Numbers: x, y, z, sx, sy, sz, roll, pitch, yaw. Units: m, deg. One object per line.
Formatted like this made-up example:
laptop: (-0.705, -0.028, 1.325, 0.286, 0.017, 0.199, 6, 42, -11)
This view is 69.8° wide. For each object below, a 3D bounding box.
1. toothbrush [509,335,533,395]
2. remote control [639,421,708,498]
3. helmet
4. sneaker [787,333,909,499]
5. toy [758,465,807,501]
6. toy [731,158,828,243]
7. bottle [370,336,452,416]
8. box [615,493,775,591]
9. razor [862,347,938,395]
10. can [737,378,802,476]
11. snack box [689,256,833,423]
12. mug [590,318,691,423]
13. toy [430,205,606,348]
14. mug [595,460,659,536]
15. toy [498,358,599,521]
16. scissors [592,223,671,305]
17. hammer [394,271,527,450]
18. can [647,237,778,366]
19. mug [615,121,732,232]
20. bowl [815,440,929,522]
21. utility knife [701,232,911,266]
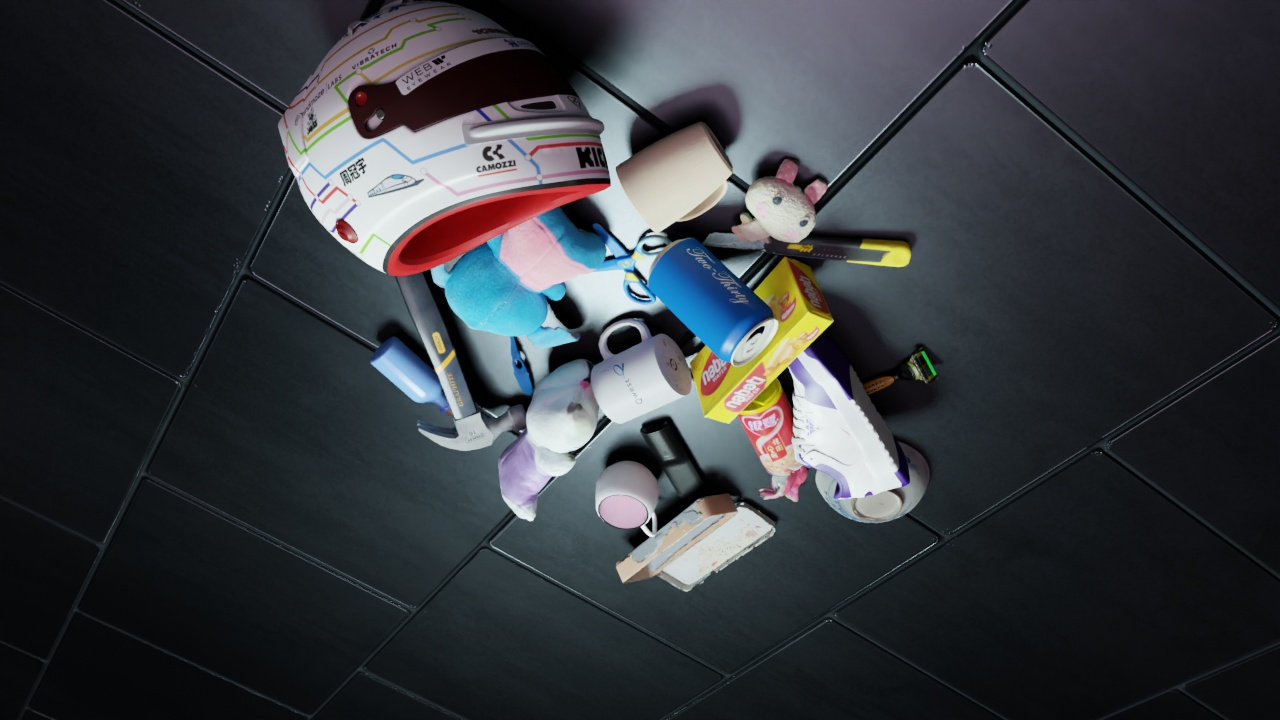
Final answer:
toothbrush: (-0.161, -0.004, 1.200, 0.021, 0.016, 0.132, -1, 127, 14)
remote control: (0.048, 0.142, 1.277, 0.045, 0.021, 0.140, -16, 125, 23)
helmet: (-0.195, -0.226, 0.891, 0.315, 0.230, 0.236, -19, 91, 27)
sneaker: (0.223, 0.071, 1.123, 0.111, 0.091, 0.244, -30, 102, 24)
toy: (0.206, 0.147, 1.243, 0.065, 0.050, 0.103, 2, 134, -39)
toy: (0.151, -0.164, 0.999, 0.087, 0.050, 0.112, 38, 108, -24)
bottle: (-0.297, 0.027, 1.228, 0.048, 0.047, 0.131, -30, 118, 29)
box: (0.079, 0.274, 1.359, 0.156, 0.071, 0.217, 26, 129, -26)
razor: (0.293, 0.030, 1.144, 0.144, 0.021, 0.044, -26, 100, 26)
can: (0.168, 0.083, 1.179, 0.067, 0.066, 0.124, -16, 124, 21)
snack box: (0.137, -0.020, 1.082, 0.042, 0.092, 0.201, 16, 133, -30)
mug: (-0.007, 0.007, 1.149, 0.097, 0.083, 0.119, -25, 91, 27)
toy: (-0.131, -0.100, 1.074, 0.192, 0.098, 0.224, -40, 117, 22)
mug: (-0.010, 0.197, 1.294, 0.090, 0.076, 0.124, -23, 121, 25)
toy: (-0.121, 0.097, 1.195, 0.085, 0.137, 0.210, 25, 119, -14)
scissors: (-0.012, -0.117, 1.085, 0.131, 0.014, 0.125, -29, 118, 28)
hammer: (-0.250, -0.019, 1.173, 0.139, 0.035, 0.313, -20, 121, -9)
can: (0.079, -0.067, 1.026, 0.146, 0.078, 0.079, 46, 133, 23)
mug: (0.046, -0.192, 0.979, 0.104, 0.085, 0.111, -32, 146, 17)
bowl: (0.314, 0.175, 1.229, 0.151, 0.056, 0.151, 2, 130, 3)
utility knife: (0.186, -0.128, 1.040, 0.234, 0.020, 0.029, 5, 126, 8)
